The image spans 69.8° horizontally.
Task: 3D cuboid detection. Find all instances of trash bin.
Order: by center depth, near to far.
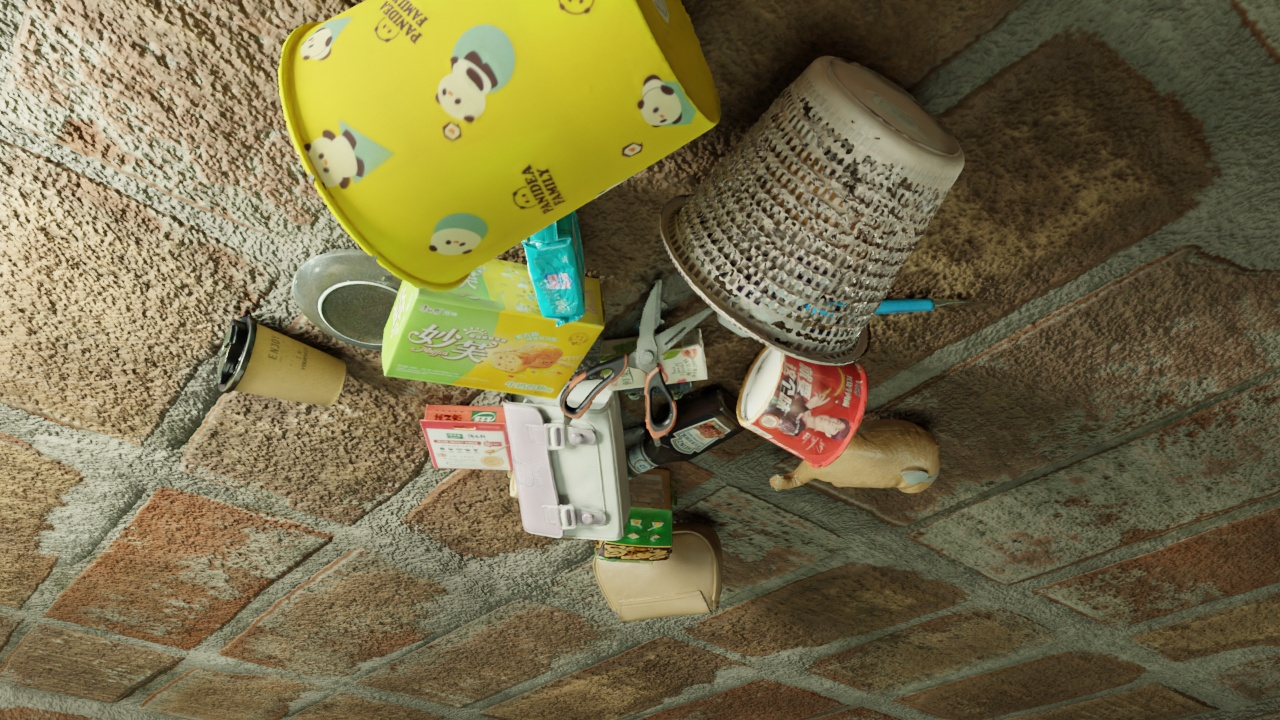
[{"bbox_3d":[-0.094,-0.206,0.693,0.256,0.229,0.229,-22,137,20],"label":"trash bin"},{"bbox_3d":[0.159,-0.140,0.790,0.227,0.227,0.193,19,127,-22],"label":"trash bin"}]

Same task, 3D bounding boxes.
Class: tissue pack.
[{"bbox_3d":[-0.085,-0.109,0.916,0.050,0.093,0.134,-5,142,2],"label":"tissue pack"}]

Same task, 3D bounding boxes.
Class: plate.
[{"bbox_3d":[-0.306,-0.059,1.044,0.179,0.024,0.180,1,143,1],"label":"plate"}]

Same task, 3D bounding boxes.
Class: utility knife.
[{"bbox_3d":[0.278,-0.061,1.020,0.187,0.018,0.034,-2,-173,-3],"label":"utility knife"}]

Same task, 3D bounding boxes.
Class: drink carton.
[{"bbox_3d":[0.015,-0.002,1.091,0.122,0.045,0.054,-7,131,9],"label":"drink carton"}]

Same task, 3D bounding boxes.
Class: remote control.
[{"bbox_3d":[0.149,-0.070,1.018,0.056,0.020,0.136,30,134,-33],"label":"remote control"}]

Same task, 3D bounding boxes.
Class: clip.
[{"bbox_3d":[0.012,-0.047,1.058,0.024,0.026,0.056,17,152,-17],"label":"clip"}]

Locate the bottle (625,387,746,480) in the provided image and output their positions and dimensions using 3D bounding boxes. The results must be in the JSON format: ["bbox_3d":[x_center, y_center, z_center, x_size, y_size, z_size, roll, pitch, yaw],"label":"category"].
[{"bbox_3d":[0.043,0.105,1.210,0.195,0.044,0.080,-31,133,23],"label":"bottle"}]

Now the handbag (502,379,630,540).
[{"bbox_3d":[-0.094,0.129,1.172,0.145,0.098,0.197,0,115,13],"label":"handbag"}]

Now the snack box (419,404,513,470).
[{"bbox_3d":[-0.229,0.098,1.232,0.113,0.044,0.127,2,144,0],"label":"snack box"}]

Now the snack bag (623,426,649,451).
[{"bbox_3d":[-0.023,0.112,1.260,0.105,0.026,0.045,-16,132,17],"label":"snack bag"}]

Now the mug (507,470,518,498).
[{"bbox_3d":[-0.128,0.167,1.303,0.103,0.084,0.125,16,167,-17],"label":"mug"}]

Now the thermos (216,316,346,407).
[{"bbox_3d":[-0.429,0.007,1.089,0.143,0.093,0.093,21,139,-36],"label":"thermos"}]

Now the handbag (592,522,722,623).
[{"bbox_3d":[0.035,0.336,1.467,0.205,0.147,0.099,-11,179,18],"label":"handbag"}]

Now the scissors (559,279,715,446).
[{"bbox_3d":[-0.004,0.010,1.053,0.189,0.015,0.227,-6,120,-1],"label":"scissors"}]

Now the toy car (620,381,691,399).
[{"bbox_3d":[0.018,0.024,1.136,0.091,0.034,0.043,-3,145,9],"label":"toy car"}]

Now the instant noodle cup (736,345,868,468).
[{"bbox_3d":[0.186,0.046,1.084,0.108,0.137,0.138,23,139,-14],"label":"instant noodle cup"}]

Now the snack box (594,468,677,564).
[{"bbox_3d":[-0.004,0.217,1.341,0.117,0.118,0.106,5,130,-6],"label":"snack box"}]

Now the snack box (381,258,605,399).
[{"bbox_3d":[-0.164,-0.036,1.012,0.209,0.070,0.158,9,143,-24],"label":"snack box"}]

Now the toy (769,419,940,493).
[{"bbox_3d":[0.287,0.134,1.236,0.226,0.082,0.144,-1,134,8],"label":"toy"}]
